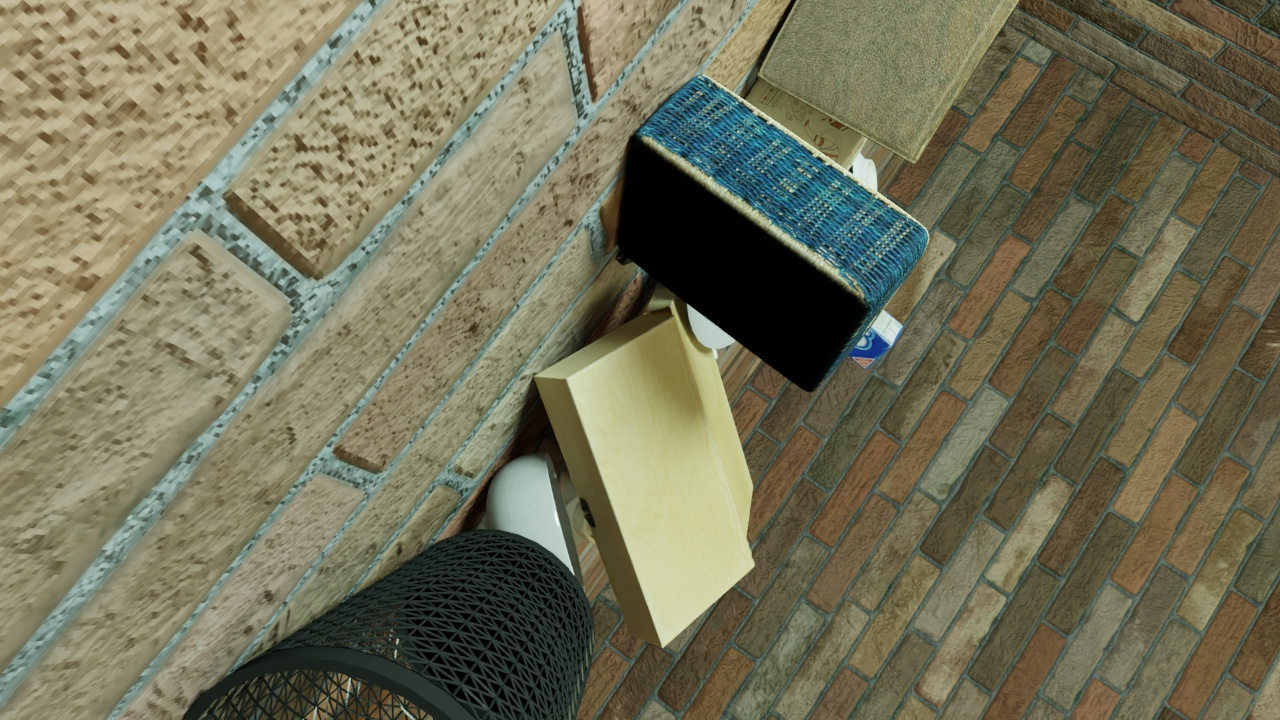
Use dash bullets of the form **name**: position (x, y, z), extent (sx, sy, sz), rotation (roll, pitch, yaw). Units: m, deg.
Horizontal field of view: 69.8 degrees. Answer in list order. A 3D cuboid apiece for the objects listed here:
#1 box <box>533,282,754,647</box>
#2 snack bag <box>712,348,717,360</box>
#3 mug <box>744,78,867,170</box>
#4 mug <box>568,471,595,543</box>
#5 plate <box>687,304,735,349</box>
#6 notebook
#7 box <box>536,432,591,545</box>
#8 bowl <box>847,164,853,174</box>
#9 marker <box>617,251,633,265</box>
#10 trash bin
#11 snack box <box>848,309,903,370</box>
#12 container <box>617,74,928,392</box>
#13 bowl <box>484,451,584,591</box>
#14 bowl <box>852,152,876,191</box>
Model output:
- **box**: position (0.033, 0.072, 0.814), extent (0.260, 0.097, 0.247), rotation (-49, 126, -57)
- **snack bag**: position (0.042, 0.014, 1.113), extent (0.077, 0.036, 0.115), rotation (-25, -173, 27)
- **mug**: position (0.148, -0.212, 0.778), extent (0.122, 0.097, 0.081), rotation (-59, 170, 19)
- **mug**: position (-0.025, 0.120, 0.868), extent (0.111, 0.085, 0.104), rotation (-62, 149, -7)
- **plate**: position (0.082, -0.096, 0.836), extent (0.172, 0.019, 0.173), rotation (-34, 134, -45)
- **notebook**: position (0.218, -0.265, 0.675), extent (0.216, 0.190, 0.034), rotation (-61, 171, 20)
- **box**: position (-0.048, 0.115, 0.972), extent (0.215, 0.043, 0.149), rotation (-32, 144, -57)
- **bowl**: position (0.133, -0.165, 0.905), extent (0.150, 0.056, 0.151), rotation (-22, 140, -20)
- **marker**: position (0.012, -0.095, 0.758), extent (0.018, 0.015, 0.122), rotation (-59, 168, 27)
- **trash bin**: position (-0.140, 0.236, 0.618), extent (0.217, 0.217, 0.242), rotation (-58, 176, 17)
- **snack box**: position (0.220, -0.088, 1.147), extent (0.059, 0.226, 0.059), rotation (-46, 175, -46)
- **container**: position (0.078, -0.079, 0.621), extent (0.071, 0.187, 0.145), rotation (-47, 168, -22)
- **bowl**: position (-0.095, 0.148, 0.782), extent (0.064, 0.131, 0.132), rotation (-15, 165, -3)
- **bowl**: position (0.234, -0.197, 1.075), extent (0.177, 0.071, 0.177), rotation (-19, 112, -62)
